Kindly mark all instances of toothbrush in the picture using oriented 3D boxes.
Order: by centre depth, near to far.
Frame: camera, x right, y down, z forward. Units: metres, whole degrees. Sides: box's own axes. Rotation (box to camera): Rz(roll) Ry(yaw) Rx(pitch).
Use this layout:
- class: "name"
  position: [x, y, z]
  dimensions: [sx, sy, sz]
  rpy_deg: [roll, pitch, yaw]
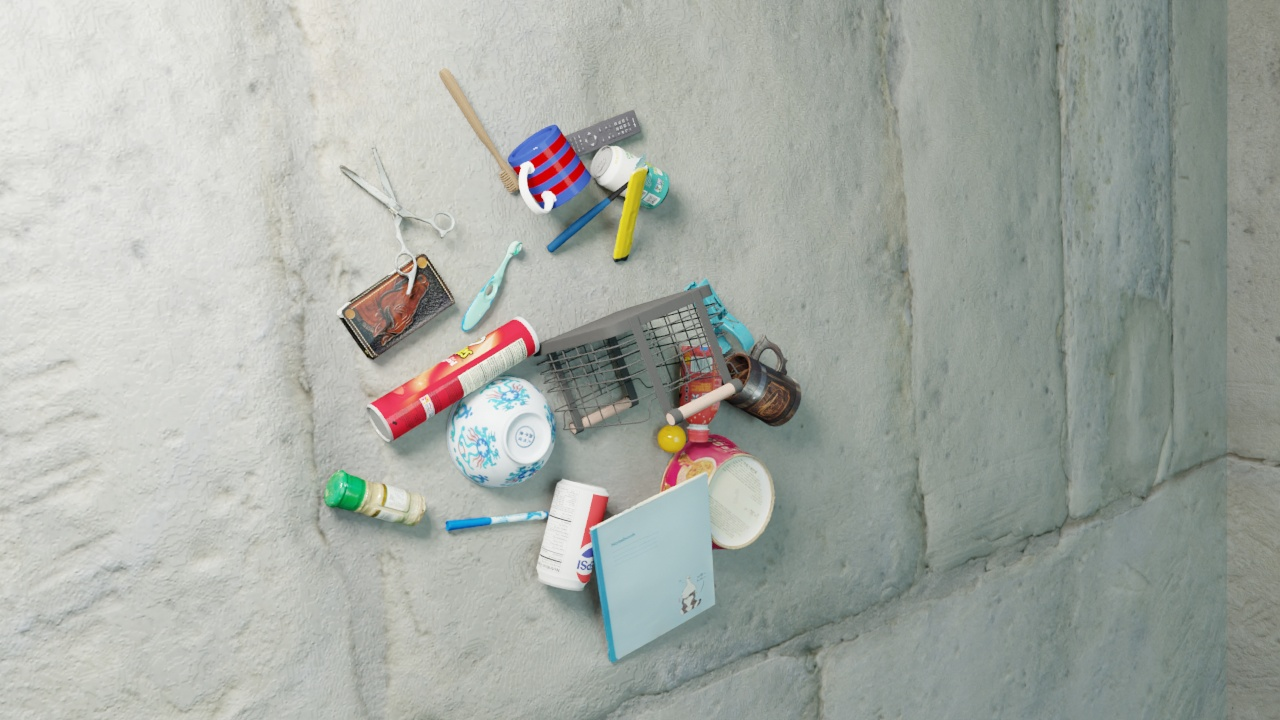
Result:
- class: "toothbrush"
  position: [-0.194, -0.276, 1.110]
  dimensions: [0.016, 0.016, 0.167]
  rpy_deg: [-44, 117, -26]
- class: "toothbrush"
  position: [-0.182, -0.093, 1.130]
  dimensions: [0.022, 0.017, 0.135]
  rpy_deg: [39, 70, -32]
- class: "toothbrush"
  position: [-0.055, -0.196, 1.179]
  dimensions: [0.167, 0.014, 0.014]
  rpy_deg: [-40, 155, -2]

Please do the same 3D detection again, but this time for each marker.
- class: "marker"
  position: [-0.178, 0.201, 1.156]
  dimensions: [0.141, 0.013, 0.013]
  rpy_deg: [0, 93, -36]

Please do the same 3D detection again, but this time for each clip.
- class: "clip"
  position: [0.105, -0.055, 1.339]
  dimensions: [0.130, 0.121, 0.031]
  rpy_deg: [45, 67, 4]

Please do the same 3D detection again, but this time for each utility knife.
- class: "utility knife"
  position: [-0.012, -0.195, 1.196]
  dimensions: [0.030, 0.017, 0.165]
  rpy_deg: [-30, 150, -39]

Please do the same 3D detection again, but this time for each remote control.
- class: "remote control"
  position: [-0.059, -0.295, 1.208]
  dimensions: [0.136, 0.015, 0.032]
  rpy_deg: [-29, 109, -29]

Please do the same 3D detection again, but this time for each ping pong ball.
- class: "ping pong ball"
  position: [0.044, 0.110, 1.295]
  dimensions: [0.040, 0.040, 0.040]
  rpy_deg: [-3, 95, -36]

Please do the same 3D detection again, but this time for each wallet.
- class: "wallet"
  position: [-0.280, -0.063, 1.058]
  dimensions: [0.122, 0.019, 0.072]
  rpy_deg: [-41, 111, -27]

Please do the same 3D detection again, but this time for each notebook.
- class: "notebook"
  position: [0.022, 0.283, 1.241]
  dimensions: [0.180, 0.009, 0.254]
  rpy_deg: [-23, 127, -23]

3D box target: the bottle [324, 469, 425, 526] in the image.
- class: "bottle"
  position: [-0.301, 0.158, 1.046]
  dimensions: [0.111, 0.043, 0.043]
  rpy_deg: [24, 79, -36]

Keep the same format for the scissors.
- class: "scissors"
  position: [-0.281, -0.159, 1.044]
  dimensions: [0.141, 0.014, 0.161]
  rpy_deg: [15, 77, -30]

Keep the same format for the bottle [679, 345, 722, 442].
- class: "bottle"
  position: [0.085, 0.047, 1.308]
  dimensions: [0.061, 0.062, 0.137]
  rpy_deg: [2, 92, -36]

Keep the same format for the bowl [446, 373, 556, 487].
- class: "bowl"
  position: [-0.156, 0.090, 1.126]
  dimensions: [0.143, 0.074, 0.144]
  rpy_deg: [-3, 95, -36]

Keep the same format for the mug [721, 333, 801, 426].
- class: "mug"
  position: [0.183, 0.028, 1.359]
  dimensions: [0.107, 0.080, 0.116]
  rpy_deg: [27, 100, -33]

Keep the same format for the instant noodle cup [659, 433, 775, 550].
- class: "instant noodle cup"
  position: [0.121, 0.199, 1.334]
  dimensions: [0.178, 0.078, 0.178]
  rpy_deg: [-3, 95, -36]

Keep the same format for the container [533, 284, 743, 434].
- class: "container"
  position: [-0.007, 0.007, 1.134]
  dimensions: [0.162, 0.242, 0.130]
  rpy_deg: [-24, 97, -33]

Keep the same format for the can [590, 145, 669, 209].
- class: "can"
  position: [-0.013, -0.244, 1.220]
  dimensions: [0.101, 0.055, 0.055]
  rpy_deg: [21, 81, -35]

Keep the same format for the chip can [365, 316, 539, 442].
- class: "chip can"
  position: [-0.219, 0.020, 1.089]
  dimensions: [0.214, 0.052, 0.052]
  rpy_deg: [-34, 112, -29]

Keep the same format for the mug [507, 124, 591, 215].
- class: "mug"
  position: [-0.118, -0.227, 1.122]
  dimensions: [0.076, 0.075, 0.111]
  rpy_deg: [54, 39, -26]

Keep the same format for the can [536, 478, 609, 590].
- class: "can"
  position: [-0.088, 0.224, 1.188]
  dimensions: [0.070, 0.070, 0.132]
  rpy_deg: [17, 83, -36]
